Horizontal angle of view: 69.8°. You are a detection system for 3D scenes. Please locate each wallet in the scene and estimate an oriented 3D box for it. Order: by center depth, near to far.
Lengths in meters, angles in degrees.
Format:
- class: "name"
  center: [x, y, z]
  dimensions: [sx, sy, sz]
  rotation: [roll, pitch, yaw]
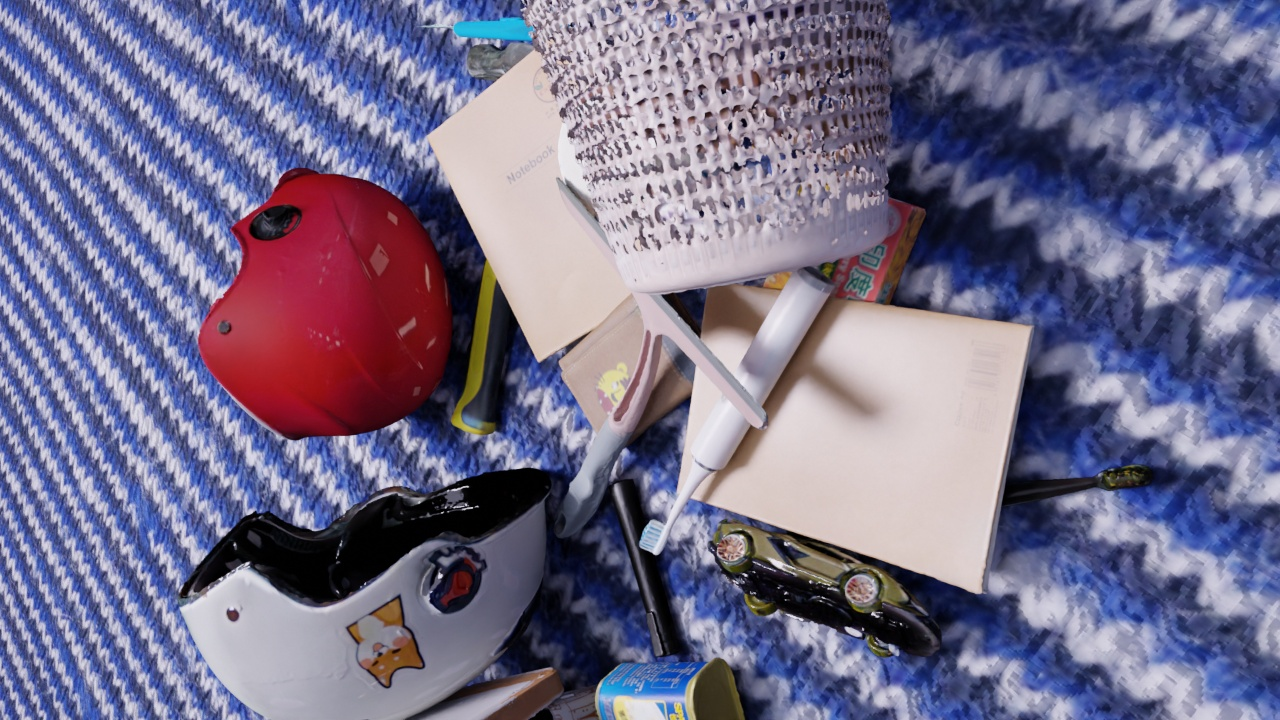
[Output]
- class: "wallet"
  center: [-0.004, 0.004, 0.674]
  dimensions: [0.116, 0.033, 0.090]
  rotation: [-40, 76, 34]

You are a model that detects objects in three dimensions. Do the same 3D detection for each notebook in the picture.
- class: "notebook"
  center: [0.118, 0.037, 0.559]
  dimensions: [0.212, 0.012, 0.149]
  rotation: [12, 97, 38]
- class: "notebook"
  center: [-0.070, -0.122, 0.705]
  dimensions: [0.148, 0.008, 0.207]
  rotation: [-29, 84, 26]

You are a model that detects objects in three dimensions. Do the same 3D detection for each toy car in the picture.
- class: "toy car"
  center: [0.111, 0.141, 0.571]
  dimensions: [0.158, 0.070, 0.042]
  rotation: [13, 57, 36]

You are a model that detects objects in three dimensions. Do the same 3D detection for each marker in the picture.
- class: "marker"
  center: [0.002, 0.153, 0.680]
  dimensions: [0.020, 0.022, 0.132]
  rotation: [-26, 75, 42]

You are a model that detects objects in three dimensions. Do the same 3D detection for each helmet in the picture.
- class: "helmet"
  center: [-0.190, 0.185, 0.692]
  dimensions: [0.230, 0.273, 0.157]
  rotation: [3, 103, 65]
- class: "helmet"
  center: [-0.229, -0.049, 0.762]
  dimensions: [0.144, 0.207, 0.239]
  rotation: [1, 64, 14]

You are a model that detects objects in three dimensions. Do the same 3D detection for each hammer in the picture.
- class: "hammer"
  center: [-0.113, -0.096, 0.761]
  dimensions: [0.126, 0.031, 0.323]
  rotation: [16, 100, 38]

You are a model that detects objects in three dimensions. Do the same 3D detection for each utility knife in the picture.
- class: "utility knife"
  center: [-0.120, -0.276, 0.764]
  dimensions: [0.205, 0.034, 0.018]
  rotation: [17, 113, 38]

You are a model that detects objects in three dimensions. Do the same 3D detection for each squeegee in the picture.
- class: "squeegee"
  center: [-0.017, 0.040, 0.648]
  dimensions: [0.247, 0.040, 0.250]
  rotation: [51, 135, 34]

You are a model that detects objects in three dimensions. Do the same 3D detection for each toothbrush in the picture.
- class: "toothbrush"
  center: [0.181, 0.083, 0.536]
  dimensions: [0.213, 0.027, 0.026]
  rotation: [-16, 76, 37]
- class: "toothbrush"
  center: [0.056, 0.039, 0.585]
  dimensions: [0.026, 0.026, 0.221]
  rotation: [27, 111, -3]

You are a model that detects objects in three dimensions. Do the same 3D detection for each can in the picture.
- class: "can"
  center: [0.024, 0.259, 0.632]
  dimensions: [0.083, 0.057, 0.102]
  rotation: [-13, 94, 34]

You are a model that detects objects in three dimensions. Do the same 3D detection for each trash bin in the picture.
- class: "trash bin"
  center: [0.046, -0.143, 0.503]
  dimensions: [0.228, 0.226, 0.192]
  rotation: [-6, 100, 38]

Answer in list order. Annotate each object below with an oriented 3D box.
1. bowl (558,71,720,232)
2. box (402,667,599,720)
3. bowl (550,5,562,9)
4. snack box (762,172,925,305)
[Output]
- class: "bowl"
  center: [-0.006, -0.147, 0.633]
  dimensions: [0.116, 0.066, 0.116]
  rotation: [0, 92, 16]
- class: "box"
  center: [-0.120, 0.313, 0.654]
  dimensions: [0.184, 0.193, 0.156]
  rotation: [-28, 73, 37]
- class: "bowl"
  center: [-0.051, -0.301, 0.680]
  dimensions: [0.118, 0.118, 0.065]
  rotation: [31, 148, 33]
- class: "snack box"
  center: [0.115, -0.034, 0.586]
  dimensions: [0.077, 0.027, 0.156]
  rotation: [29, 108, 34]
